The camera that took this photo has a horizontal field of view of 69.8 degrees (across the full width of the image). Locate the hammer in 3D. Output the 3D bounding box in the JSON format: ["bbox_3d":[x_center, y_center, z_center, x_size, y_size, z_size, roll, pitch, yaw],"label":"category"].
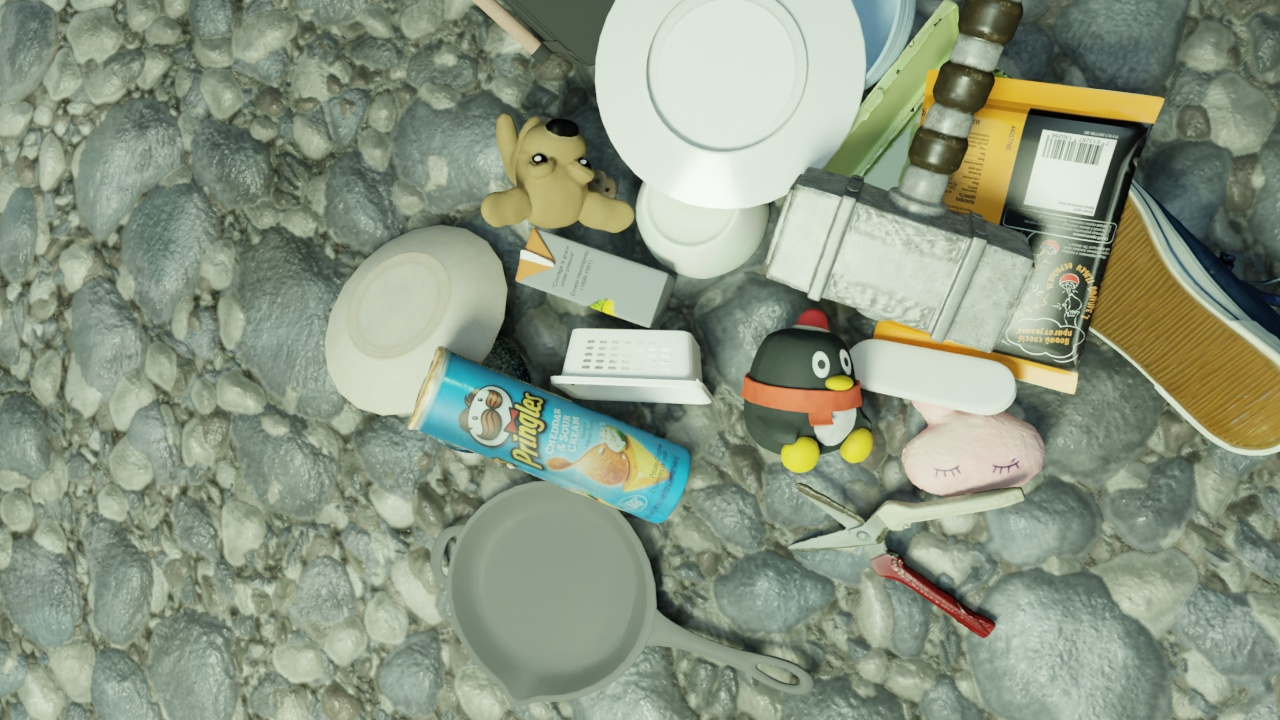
[{"bbox_3d":[0.215,-0.176,0.621,0.177,0.079,0.327,20,116,9],"label":"hammer"}]

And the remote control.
[{"bbox_3d":[0.230,0.012,0.738,0.137,0.013,0.043,13,73,33],"label":"remote control"}]

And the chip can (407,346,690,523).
[{"bbox_3d":[-0.074,0.064,0.763,0.229,0.080,0.080,24,95,-15],"label":"chip can"}]

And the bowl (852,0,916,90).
[{"bbox_3d":[0.161,-0.280,0.741,0.151,0.074,0.151,13,109,44],"label":"bowl"}]

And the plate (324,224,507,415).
[{"bbox_3d":[-0.209,-0.044,0.820,0.189,0.027,0.188,-9,64,18],"label":"plate"}]

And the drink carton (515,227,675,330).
[{"bbox_3d":[-0.038,-0.070,0.796,0.125,0.076,0.048,20,93,8],"label":"drink carton"}]

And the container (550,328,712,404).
[{"bbox_3d":[-0.005,0.005,0.786,0.129,0.081,0.049,2,78,13],"label":"container"}]

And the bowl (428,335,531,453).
[{"bbox_3d":[-0.161,0.029,0.828,0.114,0.060,0.114,0,90,13],"label":"bowl"}]

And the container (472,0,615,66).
[{"bbox_3d":[-0.040,-0.373,0.752,0.163,0.130,0.241,39,98,-21],"label":"container"}]

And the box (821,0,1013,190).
[{"bbox_3d":[0.214,-0.180,0.748,0.130,0.064,0.188,32,100,-31],"label":"box"}]

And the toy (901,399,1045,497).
[{"bbox_3d":[0.262,0.057,0.739,0.108,0.053,0.105,-14,71,14],"label":"toy"}]

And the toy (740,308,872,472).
[{"bbox_3d":[0.131,0.020,0.741,0.100,0.097,0.119,18,109,56],"label":"toy"}]

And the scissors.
[{"bbox_3d":[0.223,0.141,0.737,0.199,0.015,0.180,39,124,3],"label":"scissors"}]

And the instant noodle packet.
[{"bbox_3d":[0.275,-0.098,0.700,0.160,0.032,0.221,18,114,28],"label":"instant noodle packet"}]

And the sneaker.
[{"bbox_3d":[0.402,-0.070,0.700,0.294,0.127,0.121,54,136,19],"label":"sneaker"}]

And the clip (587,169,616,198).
[{"bbox_3d":[-0.053,-0.157,0.817,0.061,0.041,0.024,7,89,8],"label":"clip"}]

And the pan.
[{"bbox_3d":[-0.021,0.221,0.810,0.355,0.024,0.216,17,93,13],"label":"pan"}]

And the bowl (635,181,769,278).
[{"bbox_3d":[0.049,-0.130,0.780,0.116,0.065,0.116,0,89,13],"label":"bowl"}]

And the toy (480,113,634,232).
[{"bbox_3d":[-0.082,-0.160,0.777,0.108,0.134,0.106,53,136,48],"label":"toy"}]

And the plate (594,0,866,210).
[{"bbox_3d":[0.066,-0.221,0.702,0.209,0.015,0.209,2,100,11],"label":"plate"}]
